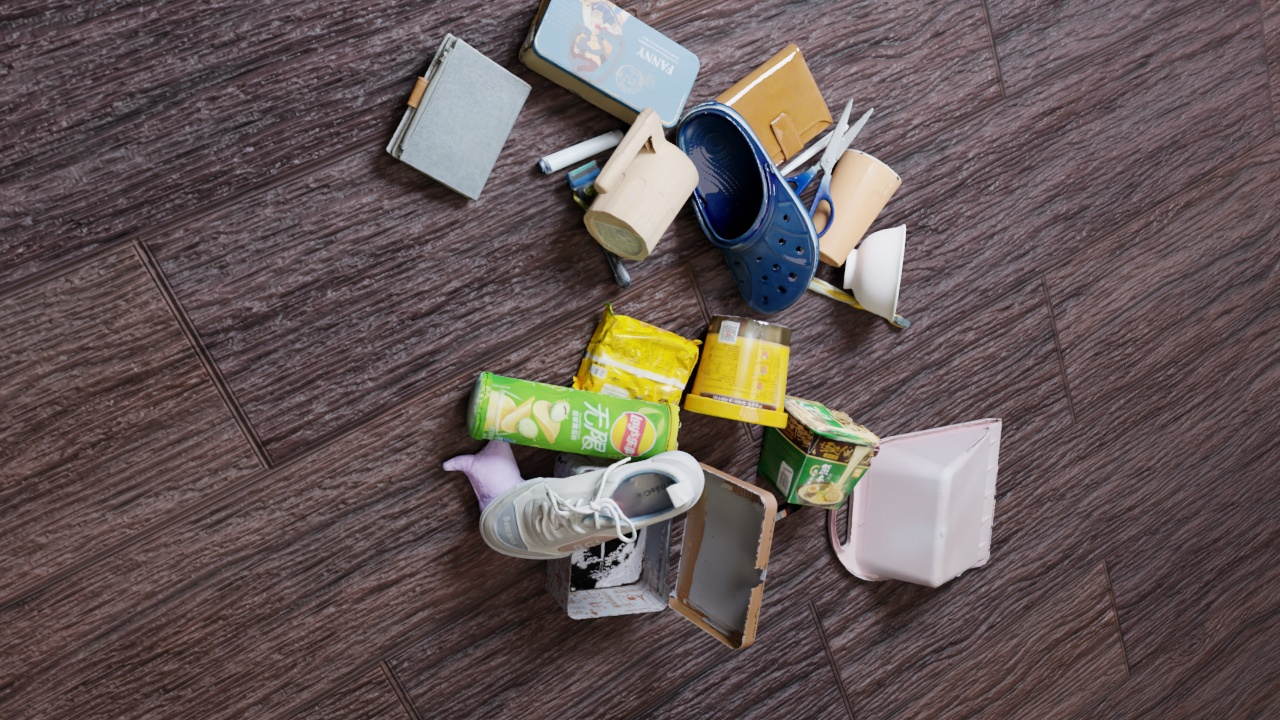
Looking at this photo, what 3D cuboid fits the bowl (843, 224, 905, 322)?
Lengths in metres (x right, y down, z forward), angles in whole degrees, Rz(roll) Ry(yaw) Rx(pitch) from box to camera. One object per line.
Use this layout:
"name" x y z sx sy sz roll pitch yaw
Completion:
"bowl" 0.282 -0.108 1.116 0.065 0.118 0.118 7 100 12

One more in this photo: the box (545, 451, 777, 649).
"box" 0.004 0.205 1.002 0.156 0.227 0.180 -1 103 -40

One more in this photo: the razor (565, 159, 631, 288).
"razor" -0.042 -0.143 0.994 0.042 0.022 0.143 -35 113 -32

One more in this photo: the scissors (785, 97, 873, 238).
"scissors" 0.202 -0.224 1.055 0.141 0.012 0.171 -1 89 6

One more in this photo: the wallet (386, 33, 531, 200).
"wallet" -0.179 -0.239 0.904 0.106 0.037 0.129 26 91 -37

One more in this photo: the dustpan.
"dustpan" 0.382 0.193 1.266 0.272 0.139 0.222 -10 106 -51

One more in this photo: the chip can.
"chip can" -0.072 0.064 0.973 0.221 0.072 0.072 10 97 -11

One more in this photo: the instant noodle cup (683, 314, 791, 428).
"instant noodle cup" 0.117 0.012 1.052 0.118 0.119 0.114 11 90 -26

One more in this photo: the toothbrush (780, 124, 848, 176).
"toothbrush" 0.179 -0.225 1.080 0.180 0.016 0.016 -39 121 -12

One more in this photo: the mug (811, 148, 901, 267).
"mug" 0.242 -0.178 1.089 0.078 0.078 0.123 31 93 -27

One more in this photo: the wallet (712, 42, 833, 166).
"wallet" 0.148 -0.280 1.047 0.131 0.031 0.108 -38 112 -11

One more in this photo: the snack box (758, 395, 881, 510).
"snack box" 0.208 0.116 1.120 0.117 0.118 0.106 13 105 -26

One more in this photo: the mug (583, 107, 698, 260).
"mug" -0.004 -0.178 0.942 0.103 0.084 0.125 -58 155 -20

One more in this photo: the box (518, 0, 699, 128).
"box" -0.026 -0.303 0.937 0.184 0.059 0.089 22 86 -20

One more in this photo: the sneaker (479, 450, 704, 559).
"sneaker" -0.055 0.155 0.923 0.242 0.090 0.089 -17 95 11

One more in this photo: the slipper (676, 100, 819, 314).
"slipper" 0.118 -0.162 1.007 0.105 0.095 0.253 -19 111 26

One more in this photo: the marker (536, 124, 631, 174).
"marker" -0.049 -0.226 0.974 0.130 0.018 0.022 -27 78 -18

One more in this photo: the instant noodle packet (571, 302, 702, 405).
"instant noodle packet" -0.006 0.006 1.031 0.128 0.044 0.111 20 94 -24

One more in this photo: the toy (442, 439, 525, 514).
"toy" -0.156 0.137 0.993 0.083 0.039 0.108 -27 109 -16

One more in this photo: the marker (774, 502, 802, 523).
"marker" 0.155 0.204 1.163 0.123 0.015 0.018 -22 111 -21

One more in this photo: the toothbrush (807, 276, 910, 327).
"toothbrush" 0.268 -0.074 1.150 0.191 0.018 0.016 20 91 -26
